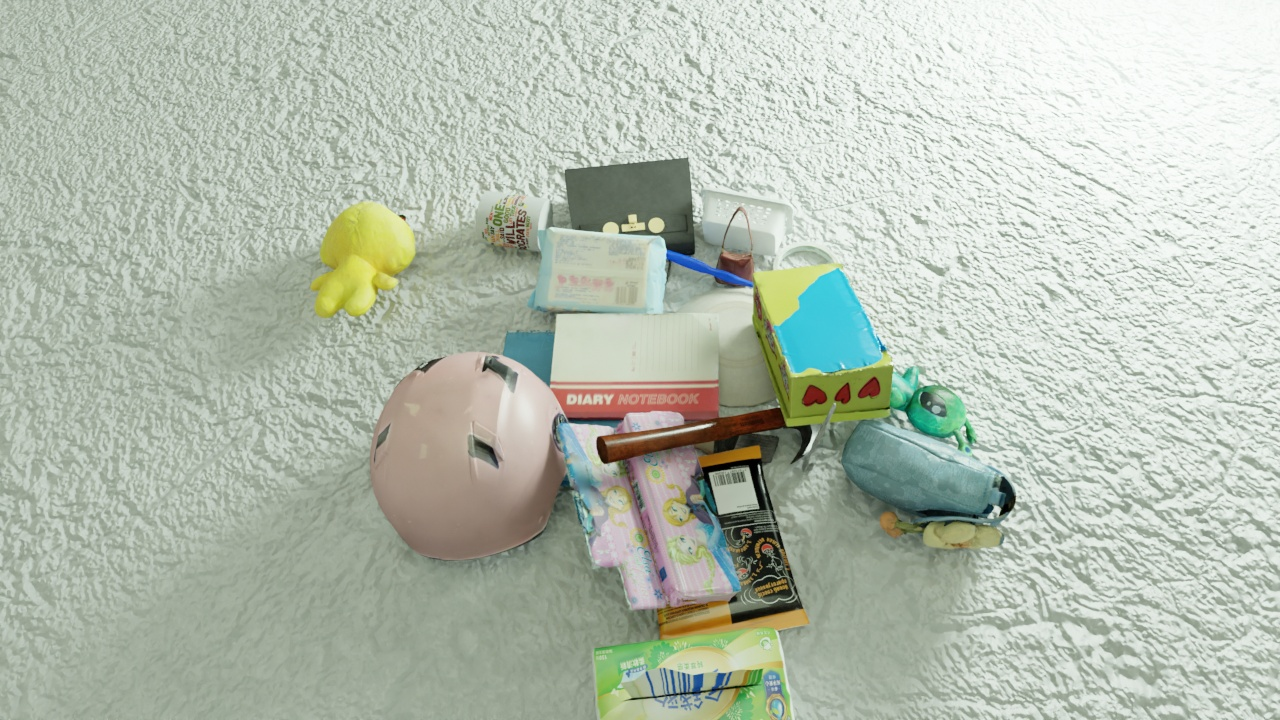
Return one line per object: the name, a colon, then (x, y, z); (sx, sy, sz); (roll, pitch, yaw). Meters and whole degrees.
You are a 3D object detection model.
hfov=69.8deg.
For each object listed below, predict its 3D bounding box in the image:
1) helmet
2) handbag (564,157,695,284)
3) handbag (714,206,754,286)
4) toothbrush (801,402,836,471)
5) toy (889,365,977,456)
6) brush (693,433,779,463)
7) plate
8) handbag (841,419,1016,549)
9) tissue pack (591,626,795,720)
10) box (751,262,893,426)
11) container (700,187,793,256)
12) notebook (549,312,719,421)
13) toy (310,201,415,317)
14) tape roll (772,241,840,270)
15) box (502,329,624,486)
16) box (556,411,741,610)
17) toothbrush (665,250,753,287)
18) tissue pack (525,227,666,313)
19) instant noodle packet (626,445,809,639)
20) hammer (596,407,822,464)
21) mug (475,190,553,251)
helmet: (-0.206, 0.090, 1.045); (0.230, 0.153, 0.254); (0, 57, 20)
handbag: (-0.009, -0.174, 1.287); (0.176, 0.072, 0.195); (-6, 68, -1)
handbag: (0.128, -0.153, 1.218); (0.055, 0.120, 0.029); (5, 44, 6)
toothbrush: (0.202, 0.087, 1.022); (0.010, 0.182, 0.010); (-5, 62, -4)
toy: (0.323, 0.049, 1.110); (0.193, 0.072, 0.130); (32, 28, 22)
brush: (0.092, 0.102, 1.118); (0.151, 0.012, 0.038); (5, 58, 6)
plate: (0.124, -0.027, 1.192); (0.189, 0.027, 0.188); (-1, 57, 2)
handbag: (0.313, 0.146, 1.020); (0.192, 0.122, 0.118); (23, 82, 17)
tissue pack: (0.050, 0.322, 0.899); (0.197, 0.142, 0.120); (-12, 57, -5)
box: (0.207, -0.022, 1.079); (0.124, 0.081, 0.220); (-8, 39, -3)
container: (0.142, -0.188, 1.268); (0.129, 0.081, 0.049); (13, 70, 14)
notebook: (-0.007, 0.007, 1.140); (0.209, 0.012, 0.152); (0, 60, 4)
toy: (-0.382, -0.140, 1.254); (0.134, 0.092, 0.207); (2, 59, 8)
tape roll: (0.228, -0.124, 1.259); (0.093, 0.013, 0.092); (-1, 57, 2)
box: (-0.100, 0.051, 1.150); (0.174, 0.033, 0.231); (-1, 57, 3)
box: (0.005, 0.157, 0.997); (0.159, 0.035, 0.230); (1, 52, -28)
toothbrush: (0.107, -0.113, 1.229); (0.182, 0.016, 0.018); (22, 43, 13)
tissue pack: (-0.056, -0.114, 1.218); (0.182, 0.070, 0.112); (5, 88, 7)
instant noodle packet: (0.082, 0.207, 1.038); (0.160, 0.032, 0.220); (-11, 57, -2)
hammer: (0.086, 0.080, 1.054); (0.300, 0.028, 0.111); (-7, 65, -31)
mug: (-0.173, -0.203, 1.302); (0.089, 0.074, 0.105); (9, 32, 8)
